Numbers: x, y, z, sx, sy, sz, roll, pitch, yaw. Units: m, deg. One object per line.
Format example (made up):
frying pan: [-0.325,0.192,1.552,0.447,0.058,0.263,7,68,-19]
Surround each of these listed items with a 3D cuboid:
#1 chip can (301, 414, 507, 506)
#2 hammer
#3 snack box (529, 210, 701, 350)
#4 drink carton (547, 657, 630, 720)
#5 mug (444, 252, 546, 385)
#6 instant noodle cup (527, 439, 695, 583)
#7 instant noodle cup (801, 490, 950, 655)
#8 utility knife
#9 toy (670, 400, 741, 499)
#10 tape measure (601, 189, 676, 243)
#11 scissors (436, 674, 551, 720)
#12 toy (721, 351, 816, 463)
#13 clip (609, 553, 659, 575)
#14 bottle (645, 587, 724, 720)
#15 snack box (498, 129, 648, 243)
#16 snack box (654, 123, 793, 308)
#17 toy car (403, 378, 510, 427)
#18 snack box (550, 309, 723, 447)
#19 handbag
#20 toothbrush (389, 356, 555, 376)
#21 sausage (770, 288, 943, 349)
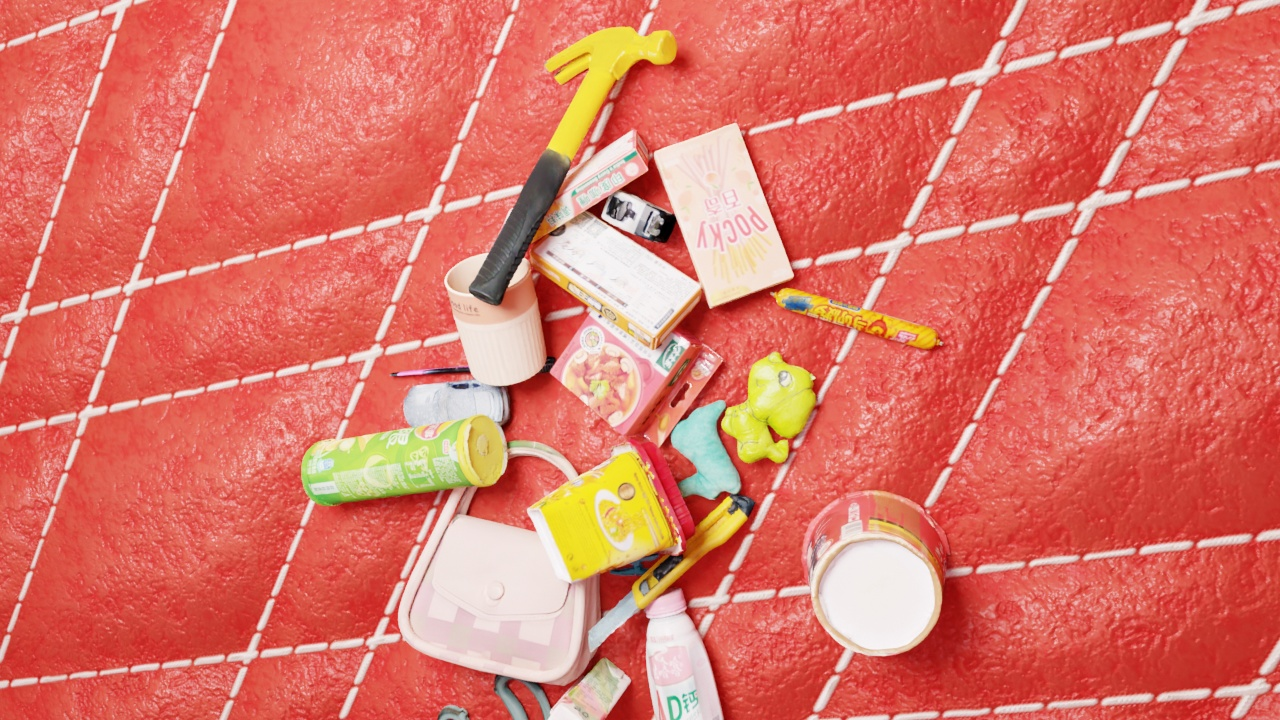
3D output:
chip can: [-0.247,0.105,0.940,0.222,0.072,0.072,-10,91,24]
hammer: [-0.077,-0.186,0.848,0.129,0.033,0.300,14,71,36]
snack box: [-0.024,-0.080,0.868,0.154,0.026,0.075,35,64,16]
drink carton: [-0.056,0.341,0.899,0.045,0.122,0.053,37,103,11]
mug: [-0.145,-0.047,0.905,0.081,0.114,0.106,-19,126,-16]
instant noodle cup: [-0.032,0.147,0.865,0.123,0.116,0.116,-23,88,-18]
instant noodle cup: [0.209,0.195,0.827,0.138,0.108,0.138,1,94,15]
utility knife: [0.027,0.204,0.890,0.216,0.015,0.033,-42,50,-3]
toy: [0.060,0.097,0.899,0.097,0.030,0.092,-30,83,17]
tape measure: [-0.003,-0.139,0.879,0.066,0.065,0.033,26,100,9]
scissors: [-0.128,0.403,0.976,0.177,0.019,0.171,35,101,11]
toy: [0.126,0.047,0.875,0.100,0.031,0.096,-30,91,6]
clip: [-0.006,0.209,0.933,0.057,0.014,0.047,-4,95,15]
bottle: [0.043,0.325,0.903,0.068,0.068,0.197,-12,87,15]
snack box: [-0.064,-0.164,0.886,0.156,0.077,0.027,-30,113,15]
snack box: [0.078,-0.136,0.867,0.084,0.026,0.157,-20,88,-3]
toy car: [-0.193,0.047,0.958,0.121,0.036,0.054,-6,93,18]
snack box: [-0.005,0.005,0.893,0.127,0.044,0.113,38,102,18]
handbag: [-0.129,0.198,0.938,0.193,0.093,0.234,10,86,14]
toothbrush: [-0.178,0.011,0.963,0.189,0.014,0.018,-5,102,15]
sausage: [0.200,-0.040,0.857,0.165,0.021,0.021,17,98,13]
